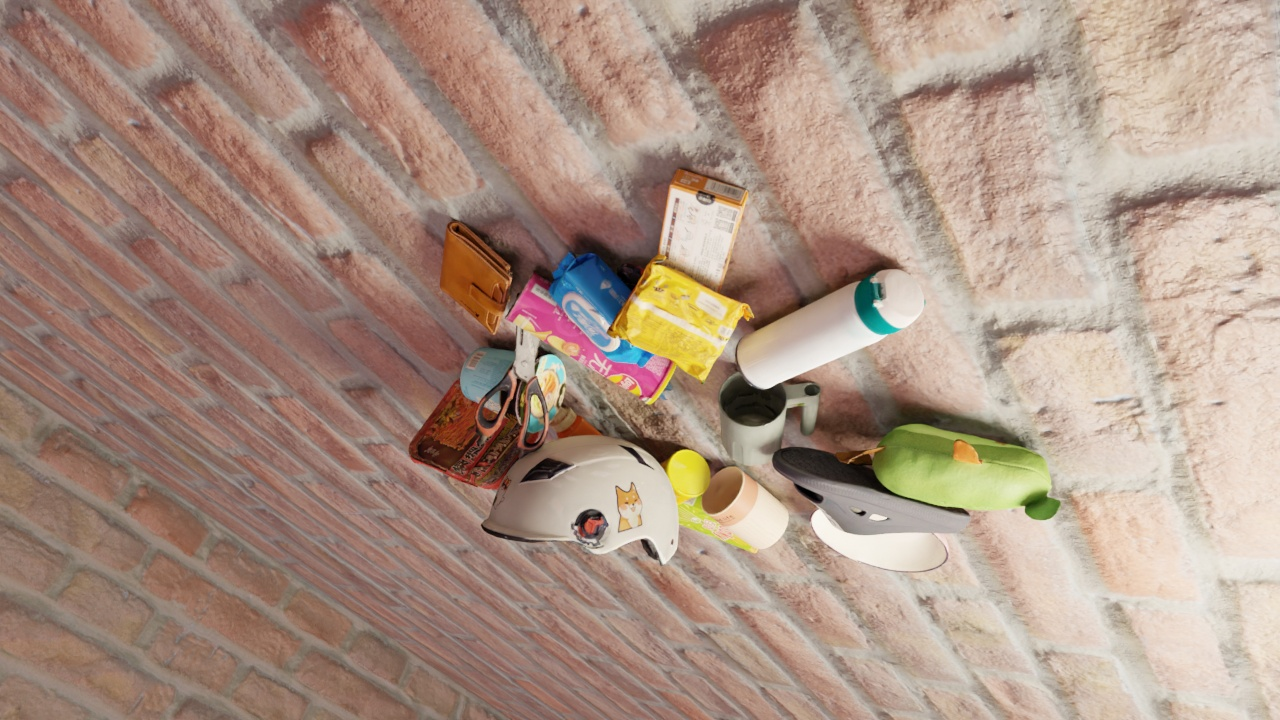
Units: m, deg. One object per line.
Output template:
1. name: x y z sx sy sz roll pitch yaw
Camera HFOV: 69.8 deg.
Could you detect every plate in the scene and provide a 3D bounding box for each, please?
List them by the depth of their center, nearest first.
1. plate: 0.336 0.236 1.287 0.192 0.038 0.193 18 149 11

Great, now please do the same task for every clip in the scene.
1. clip: 0.014 0.037 1.235 0.058 0.042 0.026 2 143 36

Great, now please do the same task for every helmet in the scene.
1. helmet: -0.071 0.180 1.267 0.273 0.157 0.230 13 175 -24

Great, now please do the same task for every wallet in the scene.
1. wallet: -0.201 -0.098 1.147 0.119 0.035 0.131 44 149 10

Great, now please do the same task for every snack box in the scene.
1. snack box: 0.060 -0.128 0.955 0.075 0.026 0.154 20 148 6
2. snack box: 0.124 0.257 1.475 0.156 0.026 0.086 20 148 7

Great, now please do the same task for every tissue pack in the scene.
1. tissue pack: -0.041 -0.055 1.063 0.157 0.052 0.095 46 157 -4

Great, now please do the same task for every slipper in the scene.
1. slipper: 0.282 0.183 1.140 0.268 0.083 0.110 17 -168 -15

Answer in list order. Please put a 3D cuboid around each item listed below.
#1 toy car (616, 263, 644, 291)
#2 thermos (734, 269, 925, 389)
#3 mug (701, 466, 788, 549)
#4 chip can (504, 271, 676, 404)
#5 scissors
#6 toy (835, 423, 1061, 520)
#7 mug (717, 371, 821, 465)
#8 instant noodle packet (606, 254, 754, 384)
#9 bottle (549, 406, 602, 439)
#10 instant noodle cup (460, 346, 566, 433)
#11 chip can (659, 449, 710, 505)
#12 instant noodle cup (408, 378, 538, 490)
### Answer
1. toy car: 0.008 -0.072 1.061 0.049 0.031 0.106 17 147 45
2. thermos: 0.197 -0.031 0.969 0.073 0.073 0.225 36 146 -19
3. mug: 0.147 0.214 1.357 0.106 0.081 0.115 39 172 -24
4. chip can: -0.060 -0.028 1.139 0.210 0.071 0.072 31 148 -9
5. scissors: -0.164 0.021 1.193 0.206 0.015 0.202 -33 106 6
6. toy: 0.353 0.124 1.065 0.247 0.090 0.227 9 169 14
7. mug: 0.159 0.071 1.142 0.124 0.083 0.103 -6 145 2
8. instant noodle packet: 0.044 -0.044 0.993 0.128 0.044 0.111 28 115 -9
9. bottle: -0.091 0.120 1.390 0.067 0.066 0.149 -12 126 44
10. instant noodle cup: -0.184 0.033 1.288 0.121 0.111 0.111 15 148 29
11. chip can: 0.027 0.202 1.415 0.072 0.071 0.214 31 147 -11
12. instant noodle cup: -0.232 0.114 1.355 0.189 0.164 0.079 16 150 32
